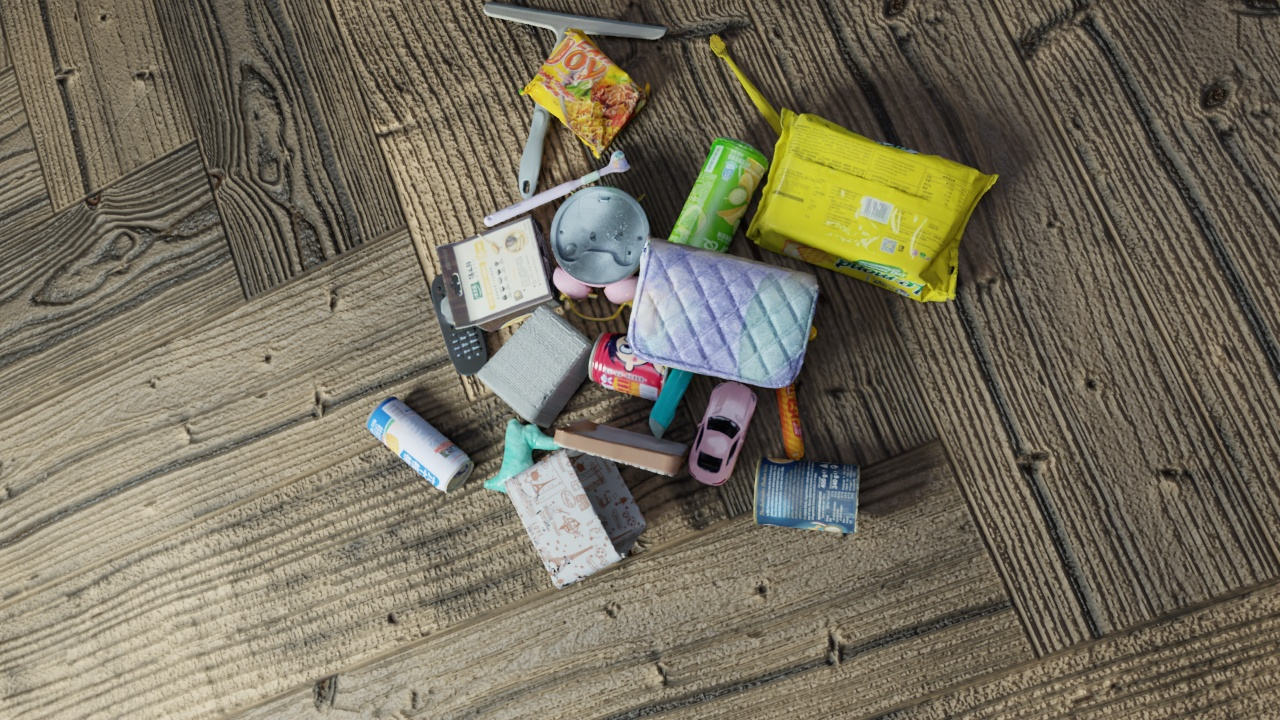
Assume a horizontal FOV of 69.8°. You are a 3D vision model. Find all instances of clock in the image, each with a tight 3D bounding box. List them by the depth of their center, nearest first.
[{"bbox_3d":[-0.046,-0.124,1.087,0.117,0.060,0.158,5,86,6],"label":"clock"}]

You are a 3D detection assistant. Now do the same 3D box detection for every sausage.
[{"bbox_3d":[0.165,0.036,1.043,0.021,0.021,0.165,-10,82,12],"label":"sausage"}]

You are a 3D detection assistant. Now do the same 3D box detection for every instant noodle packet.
[{"bbox_3d":[-0.065,-0.324,1.101,0.128,0.044,0.110,39,88,-6],"label":"instant noodle packet"}]

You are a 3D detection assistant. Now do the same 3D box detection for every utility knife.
[{"bbox_3d":[0.058,-0.002,1.040,0.029,0.013,0.207,39,66,-23],"label":"utility knife"}]

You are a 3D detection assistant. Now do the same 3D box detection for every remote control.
[{"bbox_3d":[-0.223,-0.046,1.143,0.053,0.024,0.136,-20,79,8],"label":"remote control"}]

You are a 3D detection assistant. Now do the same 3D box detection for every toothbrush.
[{"bbox_3d":[0.138,-0.313,1.088,0.016,0.016,0.190,-35,78,8],"label":"toothbrush"},{"bbox_3d":[-0.102,-0.205,1.113,0.189,0.021,0.029,-25,73,-3],"label":"toothbrush"}]

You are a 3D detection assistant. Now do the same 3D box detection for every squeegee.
[{"bbox_3d":[-0.117,-0.321,1.139,0.247,0.039,0.246,14,88,14],"label":"squeegee"}]

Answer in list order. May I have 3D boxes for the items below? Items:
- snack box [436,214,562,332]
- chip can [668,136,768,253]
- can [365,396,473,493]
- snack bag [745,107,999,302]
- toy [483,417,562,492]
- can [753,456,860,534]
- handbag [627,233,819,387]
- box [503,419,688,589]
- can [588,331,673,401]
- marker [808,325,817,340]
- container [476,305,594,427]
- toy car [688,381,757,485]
[{"bbox_3d":[-0.171,-0.103,1.118,0.126,0.053,0.113,-19,74,12],"label":"snack box"},{"bbox_3d":[0.074,-0.148,1.058,0.072,0.072,0.221,25,91,15],"label":"chip can"},{"bbox_3d":[-0.270,0.103,1.124,0.134,0.053,0.053,37,93,14],"label":"can"},{"bbox_3d":[0.249,-0.171,1.016,0.246,0.068,0.158,20,91,9],"label":"snack bag"},{"bbox_3d":[-0.139,0.115,1.105,0.096,0.030,0.092,3,87,8],"label":"toy"},{"bbox_3d":[0.183,0.146,1.000,0.111,0.075,0.075,3,85,13],"label":"can"},{"bbox_3d":[0.084,-0.049,0.989,0.194,0.075,0.134,14,89,-5],"label":"handbag"},{"bbox_3d":[-0.027,0.125,0.998,0.178,0.182,0.153,-27,88,9],"label":"box"},{"bbox_3d":[-0.006,0.006,1.064,0.094,0.066,0.066,14,88,15],"label":"can"},{"bbox_3d":[0.151,-0.062,1.060,0.124,0.015,0.018,37,89,16],"label":"marker"},{"bbox_3d":[-0.114,0.005,1.080,0.090,0.090,0.114,40,91,14],"label":"container"},{"bbox_3d":[0.093,0.082,1.049,0.056,0.037,0.122,19,88,13],"label":"toy car"}]
